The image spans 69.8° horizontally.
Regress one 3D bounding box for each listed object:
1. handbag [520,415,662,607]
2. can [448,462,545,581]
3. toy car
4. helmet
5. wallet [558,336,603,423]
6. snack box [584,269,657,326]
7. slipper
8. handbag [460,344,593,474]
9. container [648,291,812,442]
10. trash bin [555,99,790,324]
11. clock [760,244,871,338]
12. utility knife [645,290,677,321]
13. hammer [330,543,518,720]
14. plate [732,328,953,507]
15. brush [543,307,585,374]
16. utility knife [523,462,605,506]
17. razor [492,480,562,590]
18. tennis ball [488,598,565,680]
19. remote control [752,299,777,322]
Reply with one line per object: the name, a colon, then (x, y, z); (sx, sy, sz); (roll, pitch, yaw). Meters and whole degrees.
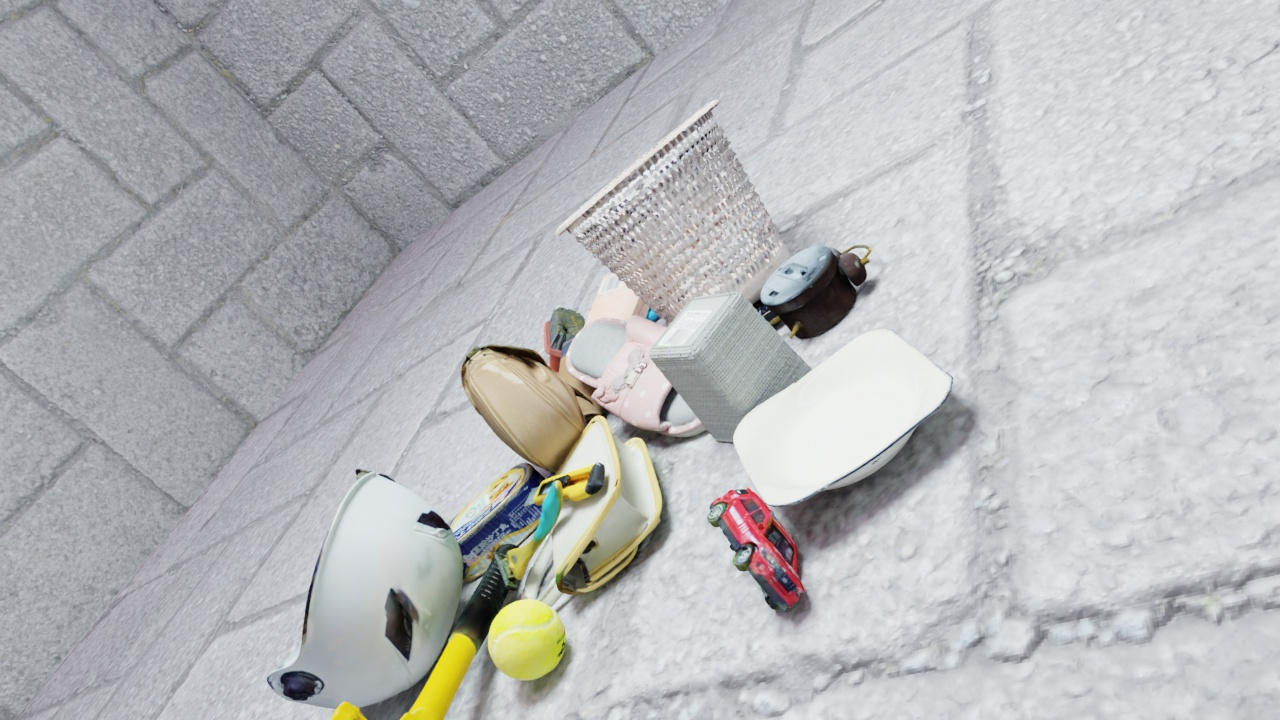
handbag: (-0.055, 0.159, 0.874); (0.179, 0.063, 0.163); (-54, 19, 13)
can: (-0.160, 0.178, 1.017); (0.148, 0.049, 0.074); (-41, 22, 4)
toy car: (0.086, 0.132, 0.666); (0.045, 0.053, 0.120); (-39, 20, 4)
helmet: (-0.253, 0.235, 0.903); (0.259, 0.146, 0.228); (123, 164, -47)
wallet: (-0.071, 0.023, 1.122); (0.090, 0.033, 0.115); (-22, 54, 45)
snack box: (-0.032, -0.055, 1.205); (0.085, 0.026, 0.156); (-12, 46, 38)
slipper: (-0.006, 0.006, 0.988); (0.114, 0.054, 0.274); (-57, 37, -5)
handbag: (-0.118, 0.050, 1.001); (0.099, 0.148, 0.204); (-44, -5, -8)
container: (0.080, 0.004, 0.832); (0.090, 0.114, 0.090); (-51, 23, -22)
trash bin: (0.051, -0.139, 1.010); (0.227, 0.192, 0.227); (-38, 8, 6)
clock: (0.174, -0.075, 0.898); (0.122, 0.055, 0.082); (-43, 21, -2)
utility knife: (-0.005, -0.047, 1.210); (0.162, 0.018, 0.034); (-37, 22, 12)
hammer: (-0.156, 0.254, 0.813); (0.033, 0.129, 0.300); (-59, 3, 22)
plate: (0.156, 0.050, 0.713); (0.164, 0.034, 0.164); (-36, 20, 7)
brush: (-0.110, -0.026, 1.306); (0.145, 0.063, 0.069); (-111, 40, -68)
utility knife: (-0.078, 0.123, 0.874); (0.193, 0.015, 0.033); (-27, 39, 59)
razor: (-0.099, 0.159, 0.861); (0.133, 0.028, 0.043); (-59, 40, 30)
tennis ball: (-0.096, 0.235, 0.774); (0.066, 0.065, 0.065); (-36, 22, 17)
remote control: (0.107, -0.032, 0.975); (0.137, 0.024, 0.053); (-35, 19, 20)
